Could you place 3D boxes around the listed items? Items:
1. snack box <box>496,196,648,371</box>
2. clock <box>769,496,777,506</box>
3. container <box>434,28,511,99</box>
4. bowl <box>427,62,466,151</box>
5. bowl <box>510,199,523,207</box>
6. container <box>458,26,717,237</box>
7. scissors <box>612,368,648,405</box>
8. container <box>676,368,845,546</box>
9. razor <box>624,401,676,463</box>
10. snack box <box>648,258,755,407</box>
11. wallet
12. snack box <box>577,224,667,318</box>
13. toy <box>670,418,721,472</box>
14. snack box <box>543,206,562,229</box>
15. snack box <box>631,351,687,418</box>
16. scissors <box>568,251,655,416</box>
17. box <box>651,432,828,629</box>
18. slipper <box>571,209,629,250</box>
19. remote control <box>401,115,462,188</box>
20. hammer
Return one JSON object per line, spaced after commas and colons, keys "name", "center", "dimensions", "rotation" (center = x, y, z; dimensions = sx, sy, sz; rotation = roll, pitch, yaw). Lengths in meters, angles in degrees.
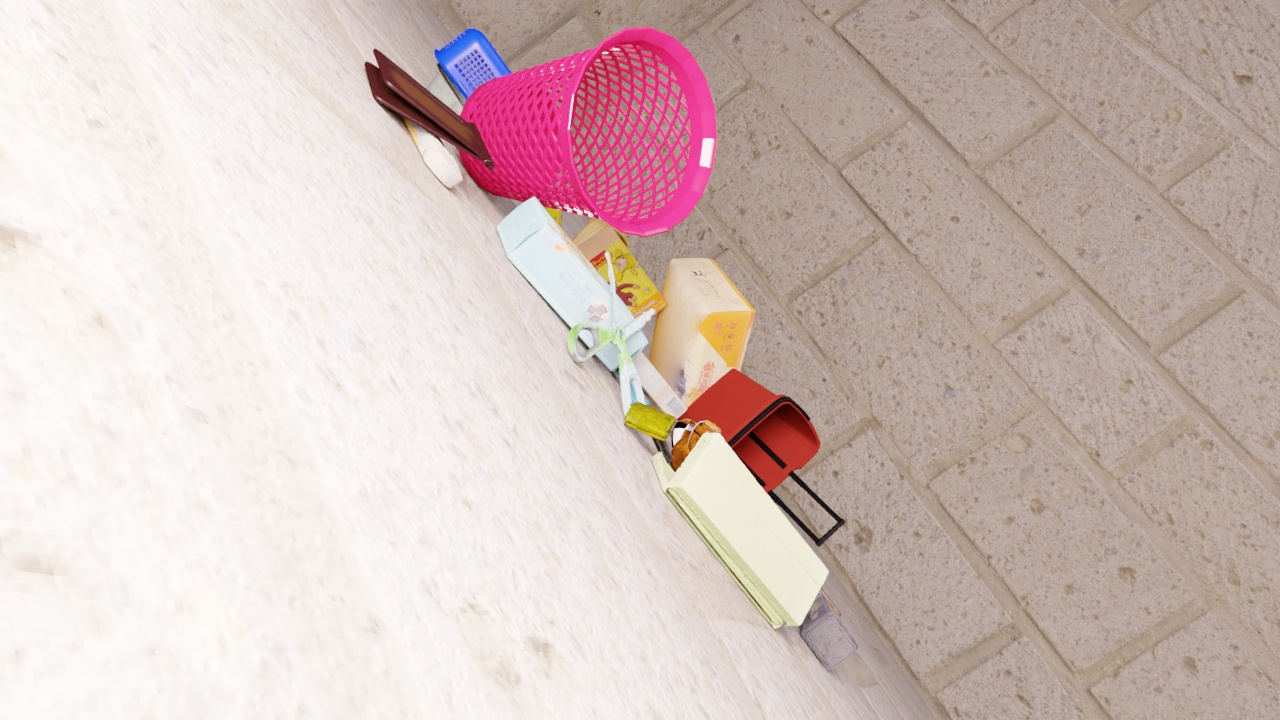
{"name": "snack box", "center": [-0.065, -0.073, 0.896], "dimensions": [0.174, 0.053, 0.075], "rotation": [48, 8, -33]}
{"name": "clock", "center": [0.150, 0.185, 1.269], "dimensions": [0.090, 0.052, 0.129], "rotation": [53, 4, -21]}
{"name": "container", "center": [-0.187, -0.335, 1.065], "dimensions": [0.096, 0.058, 0.114], "rotation": [53, 5, -22]}
{"name": "bowl", "center": [-0.200, -0.269, 1.072], "dimensions": [0.157, 0.038, 0.157], "rotation": [54, 4, -6]}
{"name": "bowl", "center": [-0.166, -0.246, 1.252], "dimensions": [0.110, 0.040, 0.110], "rotation": [54, 4, -6]}
{"name": "container", "center": [-0.069, -0.223, 0.914], "dimensions": [0.226, 0.182, 0.183], "rotation": [13, -29, 46]}
{"name": "scissors", "center": [-0.017, 0.021, 0.993], "dimensions": [0.136, 0.015, 0.125], "rotation": [58, 5, 11]}
{"name": "container", "center": [0.141, 0.115, 1.078], "dimensions": [0.127, 0.148, 0.201], "rotation": [50, -3, -40]}
{"name": "razor", "center": [0.017, 0.073, 0.845], "dimensions": [0.042, 0.026, 0.106], "rotation": [20, -20, 20]}
{"name": "snack box", "center": [0.068, -0.016, 1.210], "dimensions": [0.145, 0.080, 0.196], "rotation": [-121, -146, -51]}
{"name": "wallet", "center": [-0.178, -0.214, 0.786], "dimensions": [0.115, 0.018, 0.091], "rotation": [30, 20, -37]}
{"name": "snack box", "center": [-0.037, -0.095, 1.159], "dimensions": [0.126, 0.088, 0.040], "rotation": [51, 6, -40]}
{"name": "toy", "center": [0.075, 0.115, 0.925], "dimensions": [0.112, 0.067, 0.087], "rotation": [41, -16, -16]}
{"name": "snack box", "center": [-0.124, -0.191, 1.261], "dimensions": [0.148, 0.029, 0.040], "rotation": [-104, -164, -78]}
{"name": "snack box", "center": [-0.006, 0.006, 1.042], "dimensions": [0.082, 0.026, 0.150], "rotation": [45, -4, 42]}
{"name": "scissors", "center": [-0.020, -0.017, 0.855], "dimensions": [0.171, 0.023, 0.168], "rotation": [-33, 99, -58]}
{"name": "box", "center": [0.086, 0.155, 0.811], "dimensions": [0.188, 0.089, 0.077], "rotation": [54, 35, -21]}
{"name": "slipper", "center": [-0.062, -0.159, 1.318], "dimensions": [0.078, 0.099, 0.263], "rotation": [44, 10, -6]}
{"name": "remote control", "center": [-0.185, -0.193, 0.794], "dimensions": [0.125, 0.018, 0.038], "rotation": [57, 5, 39]}
{"name": "hammer", "center": [0.121, 0.188, 1.009], "dimensions": [0.322, 0.044, 0.098], "rotation": [52, 4, -7]}
